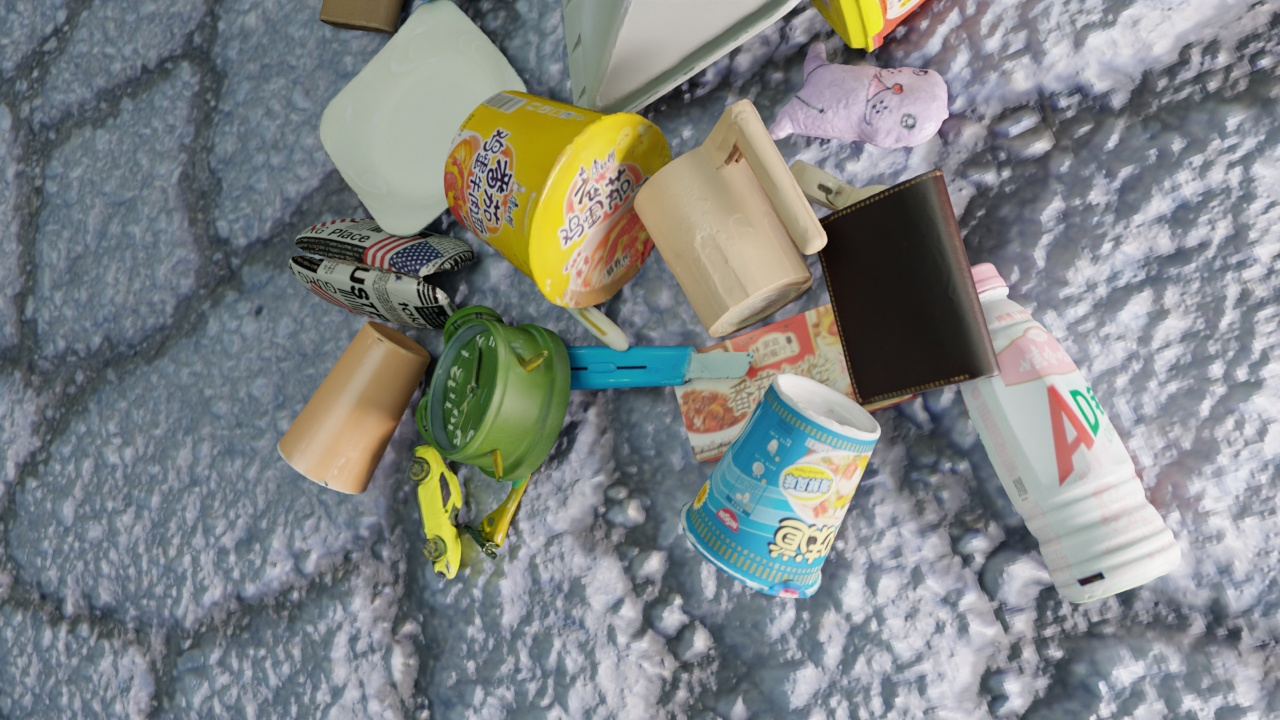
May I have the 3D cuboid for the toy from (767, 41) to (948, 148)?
[{"bbox_3d":[0.147,-0.170,0.600,0.108,0.039,0.083,14,70,26],"label":"toy"}]

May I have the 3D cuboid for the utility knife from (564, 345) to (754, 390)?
[{"bbox_3d":[-0.004,0.004,0.642,0.192,0.018,0.034,-2,85,36],"label":"utility knife"}]

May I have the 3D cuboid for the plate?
[{"bbox_3d":[-0.170,-0.190,0.737,0.164,0.034,0.163,-43,67,9],"label":"plate"}]

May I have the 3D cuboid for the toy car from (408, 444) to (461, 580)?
[{"bbox_3d":[-0.153,0.115,0.708,0.032,0.048,0.105,-11,80,-4],"label":"toy car"}]

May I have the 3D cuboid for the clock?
[{"bbox_3d":[-0.115,0.021,0.674,0.161,0.056,0.116,23,94,54],"label":"clock"}]

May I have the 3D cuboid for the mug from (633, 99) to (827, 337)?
[{"bbox_3d":[0.063,-0.087,0.592,0.103,0.084,0.125,62,149,13],"label":"mug"}]

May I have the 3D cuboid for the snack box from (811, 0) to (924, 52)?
[{"bbox_3d":[0.146,-0.259,0.578,0.080,0.091,0.082,-34,62,9],"label":"snack box"}]

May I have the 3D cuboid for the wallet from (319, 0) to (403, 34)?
[{"bbox_3d":[-0.228,-0.340,0.784,0.090,0.033,0.115,17,94,27],"label":"wallet"}]

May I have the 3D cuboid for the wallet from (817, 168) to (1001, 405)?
[{"bbox_3d":[0.153,-0.040,0.546,0.097,0.020,0.122,-19,82,49],"label":"wallet"}]

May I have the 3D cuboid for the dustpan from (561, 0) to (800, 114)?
[{"bbox_3d":[0.036,-0.297,0.611,0.142,0.258,0.222,-5,82,-13],"label":"dustpan"}]

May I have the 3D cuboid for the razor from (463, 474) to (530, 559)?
[{"bbox_3d":[-0.096,0.082,0.693,0.043,0.028,0.132,30,102,58],"label":"razor"}]

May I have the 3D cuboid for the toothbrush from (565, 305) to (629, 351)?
[{"bbox_3d":[-0.072,-0.062,0.683,0.016,0.018,0.191,-49,58,0],"label":"toothbrush"}]

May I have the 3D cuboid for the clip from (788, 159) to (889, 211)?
[{"bbox_3d":[0.150,-0.097,0.605,0.104,0.082,0.035,35,102,45],"label":"clip"}]

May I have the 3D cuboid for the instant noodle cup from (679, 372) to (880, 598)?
[{"bbox_3d":[0.091,0.071,0.561,0.099,0.099,0.110,33,110,23],"label":"instant noodle cup"}]

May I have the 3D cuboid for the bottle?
[{"bbox_3d":[0.231,0.036,0.532,0.068,0.068,0.196,-28,72,19],"label":"bottle"}]

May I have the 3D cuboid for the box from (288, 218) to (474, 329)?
[{"bbox_3d":[-0.208,-0.083,0.744,0.163,0.076,0.087,14,70,27],"label":"box"}]

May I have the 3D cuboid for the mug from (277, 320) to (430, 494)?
[{"bbox_3d":[-0.223,0.034,0.731,0.078,0.078,0.123,33,94,22],"label":"mug"}]

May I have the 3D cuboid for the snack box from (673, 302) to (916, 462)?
[{"bbox_3d":[0.098,0.012,0.613,0.153,0.025,0.075,-20,79,22],"label":"snack box"}]

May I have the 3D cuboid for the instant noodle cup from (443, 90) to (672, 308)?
[{"bbox_3d":[-0.062,-0.120,0.642,0.110,0.138,0.138,30,98,31],"label":"instant noodle cup"}]
